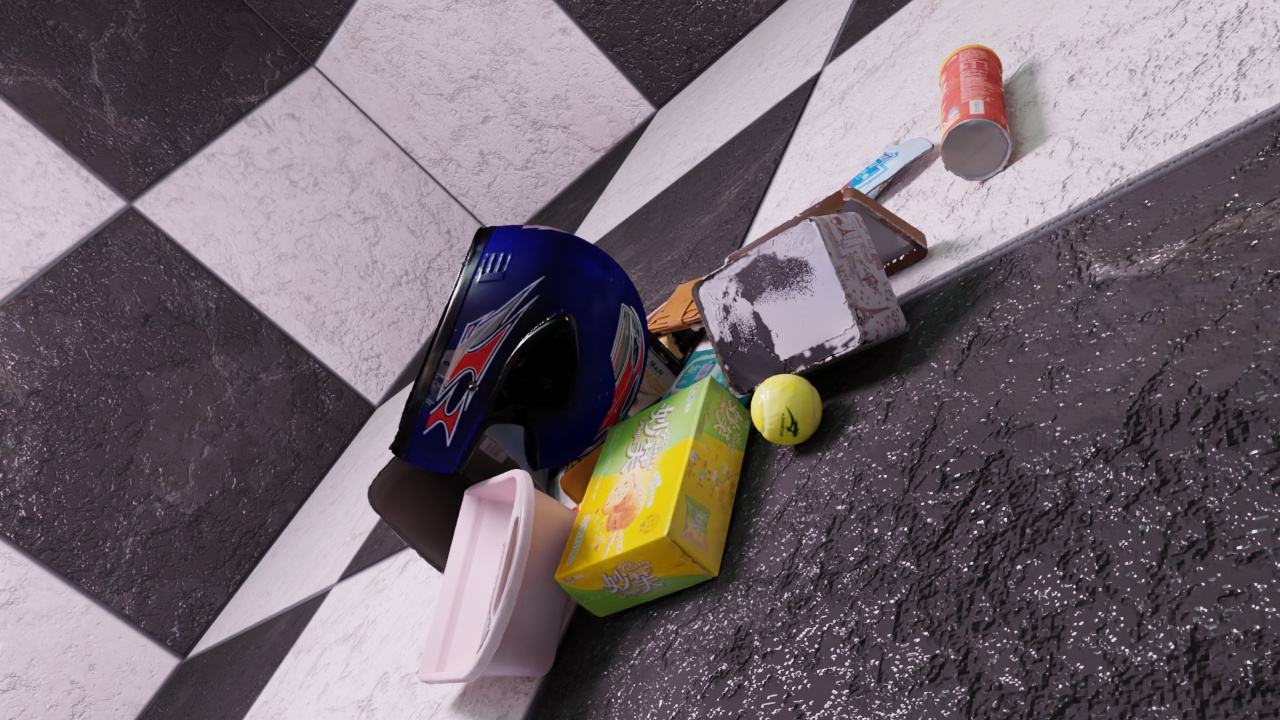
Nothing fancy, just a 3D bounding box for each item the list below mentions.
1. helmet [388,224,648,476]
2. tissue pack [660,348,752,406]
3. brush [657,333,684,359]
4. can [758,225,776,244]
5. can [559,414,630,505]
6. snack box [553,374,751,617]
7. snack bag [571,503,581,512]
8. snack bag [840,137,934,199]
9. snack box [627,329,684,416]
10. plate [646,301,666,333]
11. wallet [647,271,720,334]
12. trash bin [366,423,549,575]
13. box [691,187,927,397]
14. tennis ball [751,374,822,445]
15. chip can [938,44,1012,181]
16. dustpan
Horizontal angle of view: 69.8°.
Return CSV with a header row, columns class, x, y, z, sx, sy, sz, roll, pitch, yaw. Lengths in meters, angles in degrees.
class,x,y,z,sx,sy,sz,roll,pitch,yaw
helmet,-0.122,0.008,1.053,0.247,0.240,0.316,-108,43,-77
tissue pack,0.077,0.031,1.038,0.093,0.050,0.134,-55,18,-22
brush,-0.027,0.032,1.316,0.255,0.046,0.083,-35,19,46
can,0.157,-0.113,1.142,0.094,0.066,0.066,-44,17,9
can,-0.046,0.119,1.125,0.102,0.057,0.083,-40,16,19
snack box,0.016,0.131,0.901,0.158,0.070,0.209,-30,27,37
snack bag,-0.129,0.242,1.057,0.208,0.073,0.128,-36,18,10
snack bag,0.270,-0.207,1.140,0.191,0.039,0.110,-43,6,8
snack box,-0.007,0.007,1.184,0.126,0.113,0.053,-36,18,29
plate,-0.038,-0.010,1.350,0.229,0.028,0.229,-39,2,2
wallet,0.076,-0.078,1.227,0.132,0.031,0.107,-13,32,53
trash bin,-0.232,0.153,1.293,0.199,0.198,0.219,-40,11,14
box,0.181,-0.071,0.927,0.186,0.155,0.183,-12,-10,-42
tennis ball,0.134,0.045,0.843,0.065,0.065,0.065,-42,18,16
chip can,0.365,-0.277,1.007,0.073,0.073,0.216,-34,21,35
dustpan,-0.170,0.213,0.932,0.274,0.138,0.222,-9,61,37
